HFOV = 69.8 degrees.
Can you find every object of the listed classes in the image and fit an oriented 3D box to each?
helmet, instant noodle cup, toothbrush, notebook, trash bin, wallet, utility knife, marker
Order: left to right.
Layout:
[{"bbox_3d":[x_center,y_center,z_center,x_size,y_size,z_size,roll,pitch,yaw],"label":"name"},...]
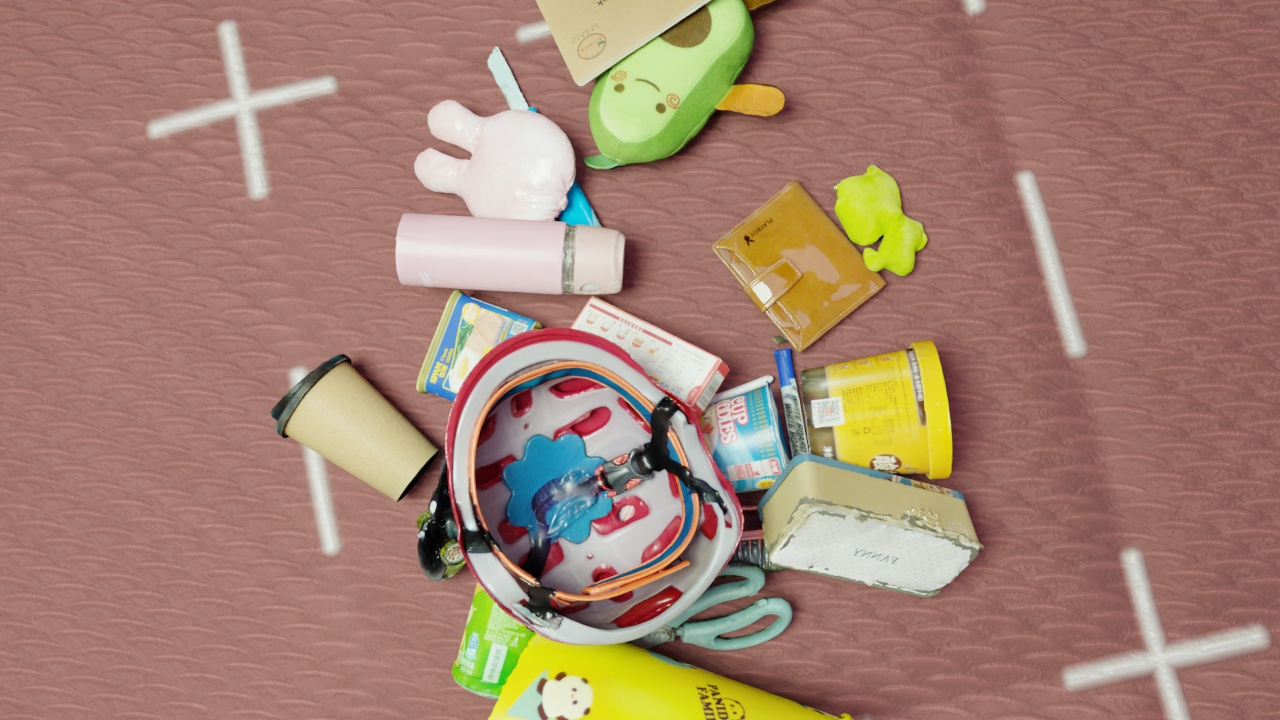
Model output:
[{"bbox_3d":[-0.097,-0.208,0.883,0.034,0.018,0.218,-29,83,14],"label":"utility knife"},{"bbox_3d":[-0.055,0.102,0.724,0.206,0.144,0.240,-29,87,-22],"label":"helmet"},{"bbox_3d":[-0.030,-0.361,0.849,0.148,0.008,0.207,-30,60,12],"label":"notebook"},{"bbox_3d":[0.008,0.339,0.727,0.255,0.229,0.229,21,86,12],"label":"trash bin"},{"bbox_3d":[0.039,0.051,0.850,0.180,0.016,0.016,-22,91,2],"label":"toothbrush"},{"bbox_3d":[0.072,0.079,0.809,0.110,0.099,0.099,-14,83,10],"label":"instant noodle cup"},{"bbox_3d":[0.140,-0.083,0.850,0.119,0.035,0.130,-39,83,-7],"label":"wallet"},{"bbox_3d":[0.142,0.061,0.840,0.017,0.017,0.145,-9,84,3],"label":"marker"},{"bbox_3d":[0.200,0.047,0.791,0.114,0.118,0.118,-7,84,11],"label":"instant noodle cup"}]

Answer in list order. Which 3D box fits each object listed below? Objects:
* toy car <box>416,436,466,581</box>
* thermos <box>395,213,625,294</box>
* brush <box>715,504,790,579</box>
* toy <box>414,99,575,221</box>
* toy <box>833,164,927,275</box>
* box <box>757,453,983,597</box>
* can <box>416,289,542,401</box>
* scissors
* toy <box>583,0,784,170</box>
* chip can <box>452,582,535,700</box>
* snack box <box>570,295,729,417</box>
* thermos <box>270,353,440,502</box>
[{"bbox_3d":[-0.161,0.124,0.826,0.070,0.042,0.158,35,105,49],"label":"toy car"},{"bbox_3d":[-0.114,-0.090,0.831,0.198,0.087,0.067,3,69,-3],"label":"thermos"},{"bbox_3d":[0.065,0.158,0.814,0.146,0.063,0.069,-7,73,2],"label":"brush"},{"bbox_3d":[-0.135,-0.182,0.859,0.159,0.054,0.121,27,108,13],"label":"toy"},{"bbox_3d":[0.218,-0.128,0.843,0.100,0.031,0.096,33,69,-2],"label":"toy"},{"bbox_3d":[0.184,0.139,0.764,0.184,0.060,0.090,18,129,-15],"label":"box"},{"bbox_3d":[-0.147,-0.003,0.848,0.083,0.057,0.102,20,86,4],"label":"can"},{"bbox_3d":[0.038,0.219,0.800,0.180,0.019,0.143,-15,127,13],"label":"scissors"},{"bbox_3d":[0.032,-0.282,0.847,0.227,0.090,0.246,26,83,16],"label":"toy"},{"bbox_3d":[-0.107,0.187,0.818,0.072,0.072,0.221,15,85,5],"label":"chip can"},{"bbox_3d":[-0.005,0.005,0.815,0.156,0.027,0.077,28,81,34],"label":"snack box"},{"bbox_3d":[-0.259,0.062,0.838,0.143,0.093,0.093,38,88,-2],"label":"thermos"}]
